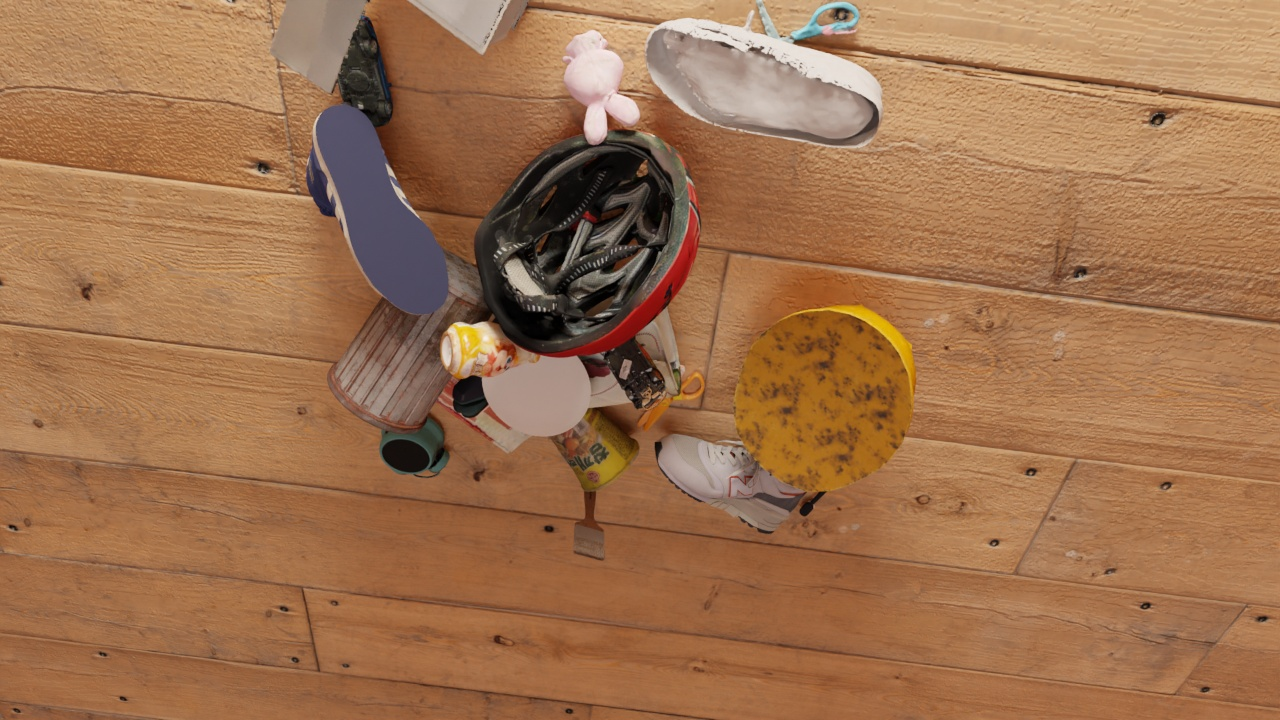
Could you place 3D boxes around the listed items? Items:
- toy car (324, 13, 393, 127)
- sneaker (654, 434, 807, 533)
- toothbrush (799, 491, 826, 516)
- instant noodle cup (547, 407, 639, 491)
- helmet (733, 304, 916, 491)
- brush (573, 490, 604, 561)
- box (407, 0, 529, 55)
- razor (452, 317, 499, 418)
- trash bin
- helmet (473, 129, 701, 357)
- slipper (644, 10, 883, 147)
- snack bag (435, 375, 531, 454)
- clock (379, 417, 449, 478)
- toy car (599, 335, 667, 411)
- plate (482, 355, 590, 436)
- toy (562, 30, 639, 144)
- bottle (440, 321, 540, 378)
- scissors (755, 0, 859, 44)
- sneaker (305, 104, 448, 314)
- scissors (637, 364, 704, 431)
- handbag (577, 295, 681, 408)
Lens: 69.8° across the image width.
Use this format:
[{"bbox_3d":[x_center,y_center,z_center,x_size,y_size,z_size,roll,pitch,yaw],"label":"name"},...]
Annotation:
[{"bbox_3d":[-0.291,-0.304,0.964,0.056,0.043,0.120,1,131,5],"label":"toy car"},{"bbox_3d":[0.140,0.143,1.251,0.239,0.088,0.124,33,120,-29],"label":"sneaker"},{"bbox_3d":[0.275,0.164,1.289,0.014,0.014,0.168,44,123,14],"label":"toothbrush"},{"bbox_3d":[-0.070,0.106,1.235,0.102,0.102,0.108,-31,111,26],"label":"instant noodle cup"},{"bbox_3d":[0.240,0.027,1.111,0.205,0.131,0.256,42,133,13],"label":"helmet"},{"bbox_3d":[-0.072,0.214,1.282,0.045,0.142,0.008,19,129,-20],"label":"brush"},{"bbox_3d":[-0.152,-0.491,0.956,0.171,0.402,0.169,28,126,-15],"label":"box"},{"bbox_3d":[-0.198,0.005,1.173,0.052,0.047,0.143,13,106,-44],"label":"razor"},{"bbox_3d":[-0.272,-0.020,1.096,0.131,0.130,0.211,32,106,-18],"label":"trash bin"},{"bbox_3d":[-0.048,-0.122,0.989,0.272,0.217,0.166,-40,160,18],"label":"helmet"},{"bbox_3d":[0.122,-0.282,0.910,0.247,0.074,0.112,19,121,9],"label":"slipper"},{"bbox_3d":[-0.238,0.039,1.230,0.225,0.041,0.078,40,120,-21],"label":"snack bag"},{"bbox_3d":[-0.321,0.128,1.298,0.090,0.053,0.124,-5,130,10],"label":"clock"},{"bbox_3d":[-0.007,0.006,1.058,0.047,0.047,0.112,-36,76,15],"label":"toy car"},{"bbox_3d":[-0.124,0.029,1.103,0.135,0.011,0.135,4,114,10],"label":"plate"},{"bbox_3d":[-0.043,-0.280,0.941,0.063,0.047,0.110,-19,83,5],"label":"toy"},{"bbox_3d":[-0.167,-0.013,1.033,0.108,0.063,0.063,-3,135,-31],"label":"bottle"},{"bbox_3d":[0.159,-0.310,0.937,0.135,0.015,0.135,-8,123,20],"label":"scissors"},{"bbox_3d":[-0.300,-0.151,1.008,0.119,0.091,0.233,-7,112,60],"label":"sneaker"},{"bbox_3d":[0.028,0.052,1.228,0.070,0.013,0.131,33,123,-18],"label":"scissors"},{"bbox_3d":[-0.058,-0.003,1.143,0.199,0.096,0.142,-9,125,11],"label":"handbag"}]
